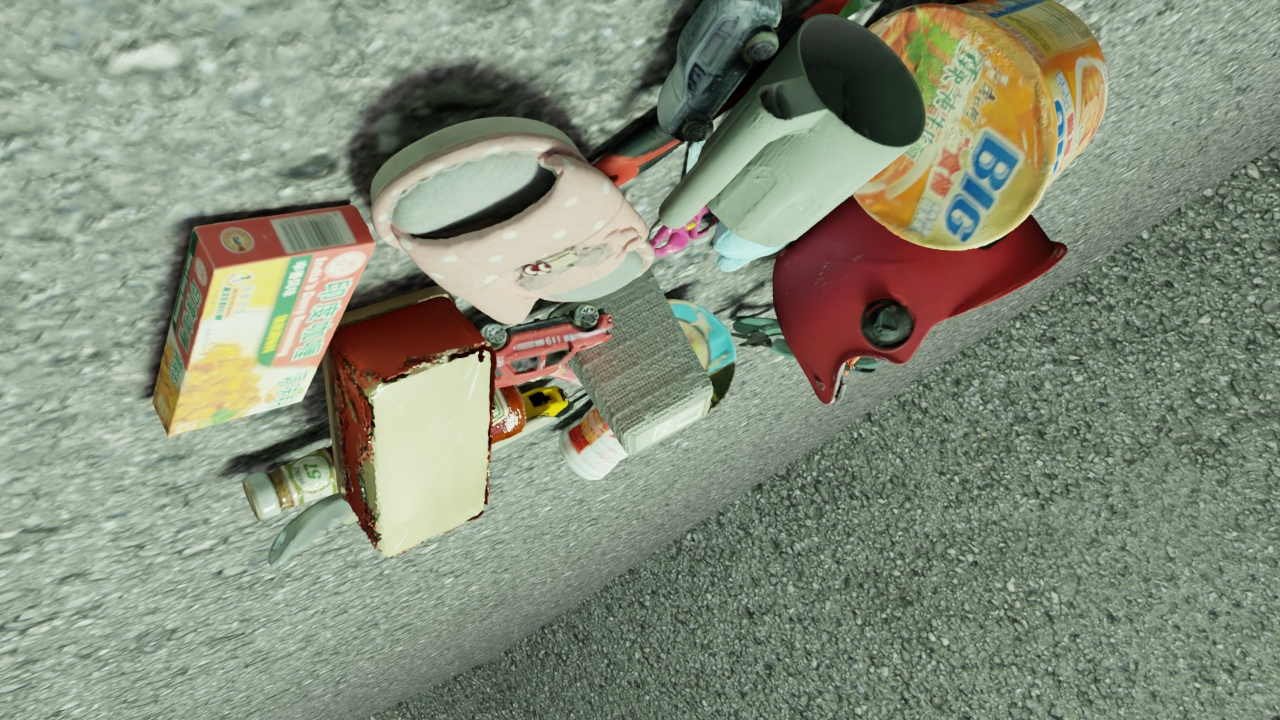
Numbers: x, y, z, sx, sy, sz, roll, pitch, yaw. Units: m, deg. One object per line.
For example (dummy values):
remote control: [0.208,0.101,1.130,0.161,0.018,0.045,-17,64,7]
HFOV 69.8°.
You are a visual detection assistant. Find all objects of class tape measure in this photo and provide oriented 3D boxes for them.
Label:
tape measure: [-0.103,0.045,0.827,0.060,0.029,0.057,-39,164,28]

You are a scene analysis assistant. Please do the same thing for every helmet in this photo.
helmet: [0.210,-0.085,0.769,0.241,0.144,0.206,-33,-177,45]

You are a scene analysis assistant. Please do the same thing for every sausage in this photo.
sausage: [-0.059,0.012,0.824,0.020,0.020,0.155,-33,165,8]

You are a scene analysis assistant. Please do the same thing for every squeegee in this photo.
squeegee: [-0.217,0.106,0.730,0.247,0.039,0.246,-27,179,19]

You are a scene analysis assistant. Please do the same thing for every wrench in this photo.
wrench: [0.076,-0.171,0.509,0.274,0.016,0.056,-34,165,13]

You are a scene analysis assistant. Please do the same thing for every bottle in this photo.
bottle: [-0.184,0.063,0.678,0.205,0.059,0.060,-22,162,-29]
bottle: [0.001,0.046,0.965,0.197,0.068,0.068,-41,162,21]

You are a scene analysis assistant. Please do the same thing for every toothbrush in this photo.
toothbrush: [-0.013,0.010,0.917,0.181,0.015,0.018,-31,171,4]

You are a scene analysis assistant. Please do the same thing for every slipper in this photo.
slipper: [-0.053,-0.061,0.511,0.114,0.054,0.274,-23,169,11]

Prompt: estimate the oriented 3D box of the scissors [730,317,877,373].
scissors: [0.157,-0.019,0.941,0.169,0.174,0.019,-42,143,-72]

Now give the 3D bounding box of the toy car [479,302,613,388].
toy car: [-0.076,-0.009,0.644,0.120,0.045,0.053,-16,180,-22]

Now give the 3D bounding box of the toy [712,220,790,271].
toy: [0.098,-0.109,0.685,0.155,0.050,0.162,-30,171,-47]

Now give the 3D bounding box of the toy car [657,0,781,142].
toy car: [0.035,-0.150,0.457,0.034,0.042,0.091,12,139,-29]

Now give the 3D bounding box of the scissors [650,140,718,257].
scissors: [0.038,-0.114,0.627,0.063,0.017,0.135,-27,160,-16]

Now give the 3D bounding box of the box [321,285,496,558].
box: [-0.141,0.048,0.576,0.091,0.079,0.169,-22,142,-31]

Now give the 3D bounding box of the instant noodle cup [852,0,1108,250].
instant noodle cup: [0.213,-0.160,0.584,0.111,0.151,0.152,-31,167,-35]

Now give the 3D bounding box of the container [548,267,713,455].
container: [-0.004,0.004,0.723,0.090,0.114,0.090,-29,164,-7]

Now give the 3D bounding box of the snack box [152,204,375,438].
snack box: [-0.195,-0.017,0.464,0.076,0.027,0.156,-19,161,-41]

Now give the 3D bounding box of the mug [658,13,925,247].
mug: [0.075,-0.115,0.492,0.123,0.083,0.104,-25,170,-37]

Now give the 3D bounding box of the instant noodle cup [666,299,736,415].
instant noodle cup: [0.023,0.010,0.840,0.111,0.111,0.120,-29,173,-8]
